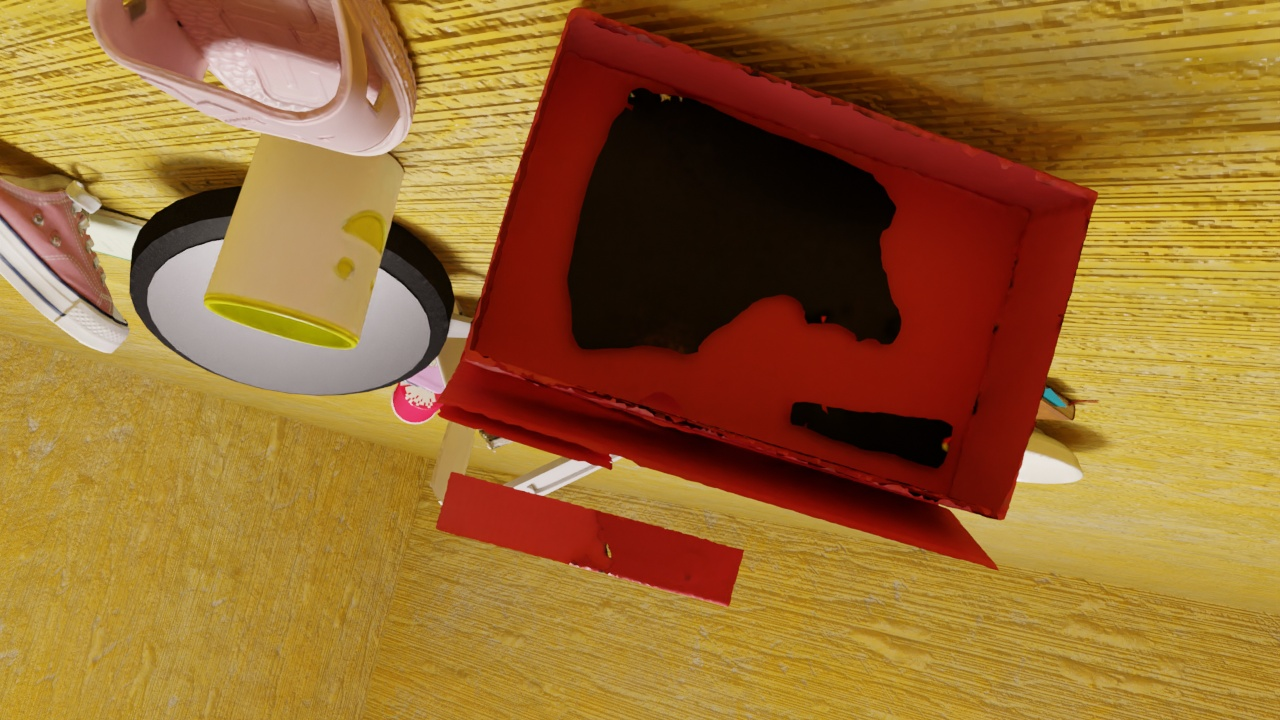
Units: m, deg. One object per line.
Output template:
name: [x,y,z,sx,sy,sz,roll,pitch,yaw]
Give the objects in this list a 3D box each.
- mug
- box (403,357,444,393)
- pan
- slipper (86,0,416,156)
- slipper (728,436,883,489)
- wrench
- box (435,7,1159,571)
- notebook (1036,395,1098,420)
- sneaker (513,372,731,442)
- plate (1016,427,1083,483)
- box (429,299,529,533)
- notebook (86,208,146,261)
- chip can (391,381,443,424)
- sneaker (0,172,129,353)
mug: [-0.185,-0.068,0.512,0.082,0.106,0.082,12,169,2]
box: [-0.234,-0.027,0.840,0.096,0.077,0.214,10,168,19]
pan: [-0.191,-0.030,0.696,0.356,0.034,0.226,9,145,-18]
slipper: [-0.143,-0.121,0.326,0.094,0.064,0.239,13,167,-3]
slipper: [0.181,0.119,1.045,0.253,0.095,0.105,7,165,42]
wrench: [-0.011,0.083,0.881,0.273,0.018,0.087,-27,142,10]
box: [0.053,-0.001,0.239,0.213,0.153,0.325,17,-166,-6]
notebook: [0.196,0.014,0.721,0.250,0.014,0.178,0,163,46]
sneaker: [-0.012,0.051,0.907,0.235,0.084,0.079,12,178,-12]
plate: [0.309,0.077,0.845,0.182,0.034,0.182,12,168,2]
box: [-0.157,0.061,0.827,0.069,0.191,0.143,-20,152,-2]
notebook: [-0.429,-0.097,0.864,0.252,0.010,0.182,15,168,-13]
chip can: [-0.297,0.043,1.244,0.069,0.069,0.221,16,168,-15]
sneaker: [-0.462,-0.101,0.706,0.118,0.087,0.241,32,156,25]
